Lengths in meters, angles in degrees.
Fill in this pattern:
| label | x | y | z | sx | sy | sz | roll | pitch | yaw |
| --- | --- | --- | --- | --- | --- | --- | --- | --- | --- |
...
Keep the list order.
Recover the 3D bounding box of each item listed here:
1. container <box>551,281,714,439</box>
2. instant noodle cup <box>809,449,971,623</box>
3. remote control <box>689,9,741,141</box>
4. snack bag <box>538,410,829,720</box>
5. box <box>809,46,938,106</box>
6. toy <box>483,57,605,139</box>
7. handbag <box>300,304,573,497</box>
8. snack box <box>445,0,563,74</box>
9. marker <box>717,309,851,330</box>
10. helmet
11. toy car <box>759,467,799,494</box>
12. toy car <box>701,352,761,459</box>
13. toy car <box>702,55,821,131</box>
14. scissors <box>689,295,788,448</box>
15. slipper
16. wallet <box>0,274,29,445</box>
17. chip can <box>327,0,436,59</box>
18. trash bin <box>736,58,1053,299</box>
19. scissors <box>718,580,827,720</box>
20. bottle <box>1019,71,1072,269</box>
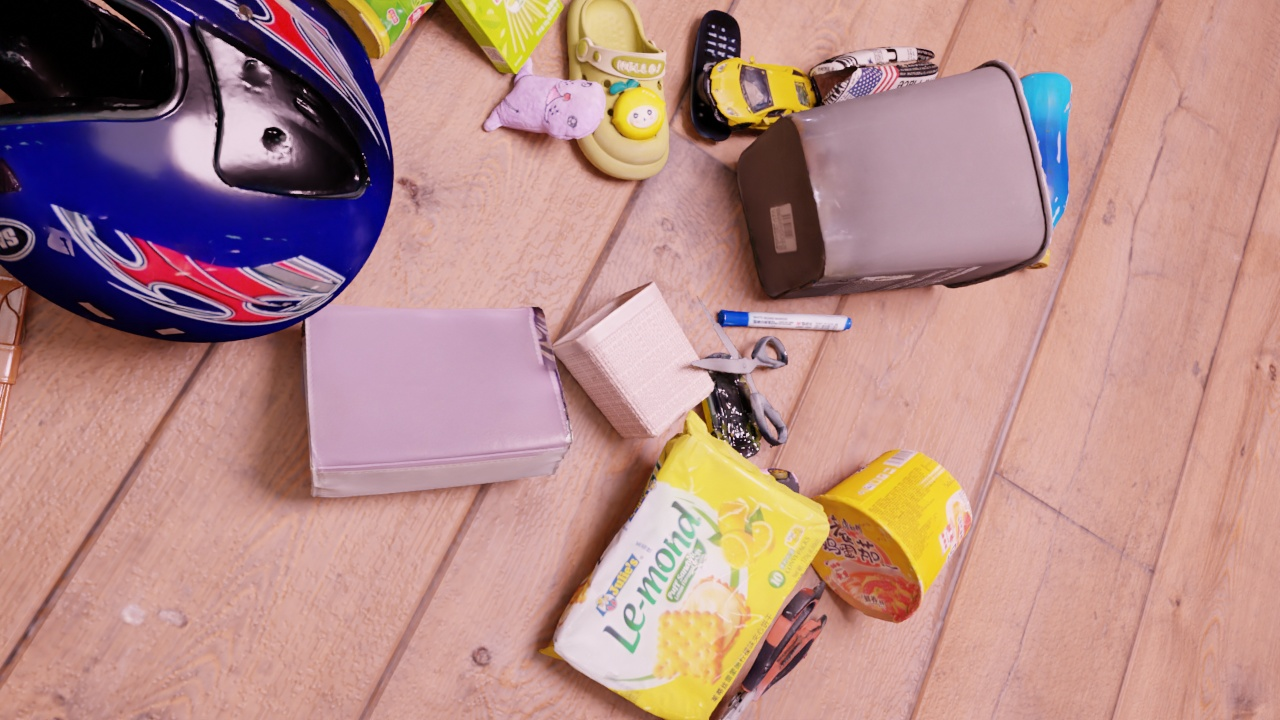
| label | x | y | z | sx | sy | sz | roll | pitch | yaw |
| --- | --- | --- | --- | --- | --- | --- | --- | --- | --- |
| container | -0.005 | 0.005 | 0.812 | 0.089 | 0.090 | 0.111 | -38 | 100 | -22 |
| instant noodle cup | 0.234 | 0.156 | 0.863 | 0.109 | 0.138 | 0.138 | -34 | 95 | -31 |
| remote control | 0.073 | -0.282 | 0.914 | 0.053 | 0.024 | 0.136 | 11 | 79 | -25 |
| snack bag | 0.040 | 0.186 | 0.794 | 0.158 | 0.068 | 0.246 | 33 | 91 | -11 |
| box | 0.250 | -0.283 | 0.948 | 0.163 | 0.075 | 0.081 | -15 | 97 | -38 |
| toy | -0.079 | -0.231 | 0.825 | 0.108 | 0.039 | 0.083 | 16 | 73 | 24 |
| handbag | -0.168 | 0.028 | 0.740 | 0.196 | 0.099 | 0.144 | -2 | 67 | -20 |
| snack box | -0.134 | -0.335 | 0.792 | 0.085 | 0.026 | 0.156 | -58 | 141 | -15 |
| marker | 0.145 | -0.040 | 0.913 | 0.145 | 0.017 | 0.017 | 1 | 82 | -21 |
| helmet | -0.319 | -0.140 | 0.604 | 0.315 | 0.248 | 0.240 | 28 | 64 | -49 |
| toy car | 0.091 | 0.127 | 0.856 | 0.122 | 0.037 | 0.056 | 3 | 95 | -21 |
| toy car | 0.081 | 0.045 | 0.869 | 0.048 | 0.032 | 0.105 | -7 | 77 | -22 |
| toy car | 0.123 | -0.259 | 0.905 | 0.155 | 0.041 | 0.071 | -8 | 85 | -42 |
| scissors | 0.096 | 0.010 | 0.841 | 0.180 | 0.014 | 0.159 | -22 | 95 | -55 |
| slipper | -0.019 | -0.265 | 0.848 | 0.091 | 0.082 | 0.190 | -8 | 83 | -19 |
| wallet | -0.503 | -0.002 | 0.653 | 0.107 | 0.031 | 0.131 | 8 | 81 | -18 |
| chip can | -0.183 | -0.361 | 0.802 | 0.072 | 0.073 | 0.220 | 40 | 71 | -11 |
| trash bin | 0.229 | -0.155 | 0.875 | 0.219 | 0.199 | 0.198 | -12 | 87 | -16 |
| scissors | 0.104 | 0.289 | 0.819 | 0.221 | 0.015 | 0.190 | -22 | 136 | -44 |
| bottle | 0.443 | -0.210 | 1.025 | 0.065 | 0.065 | 0.218 | 11 | 79 | -19 |
